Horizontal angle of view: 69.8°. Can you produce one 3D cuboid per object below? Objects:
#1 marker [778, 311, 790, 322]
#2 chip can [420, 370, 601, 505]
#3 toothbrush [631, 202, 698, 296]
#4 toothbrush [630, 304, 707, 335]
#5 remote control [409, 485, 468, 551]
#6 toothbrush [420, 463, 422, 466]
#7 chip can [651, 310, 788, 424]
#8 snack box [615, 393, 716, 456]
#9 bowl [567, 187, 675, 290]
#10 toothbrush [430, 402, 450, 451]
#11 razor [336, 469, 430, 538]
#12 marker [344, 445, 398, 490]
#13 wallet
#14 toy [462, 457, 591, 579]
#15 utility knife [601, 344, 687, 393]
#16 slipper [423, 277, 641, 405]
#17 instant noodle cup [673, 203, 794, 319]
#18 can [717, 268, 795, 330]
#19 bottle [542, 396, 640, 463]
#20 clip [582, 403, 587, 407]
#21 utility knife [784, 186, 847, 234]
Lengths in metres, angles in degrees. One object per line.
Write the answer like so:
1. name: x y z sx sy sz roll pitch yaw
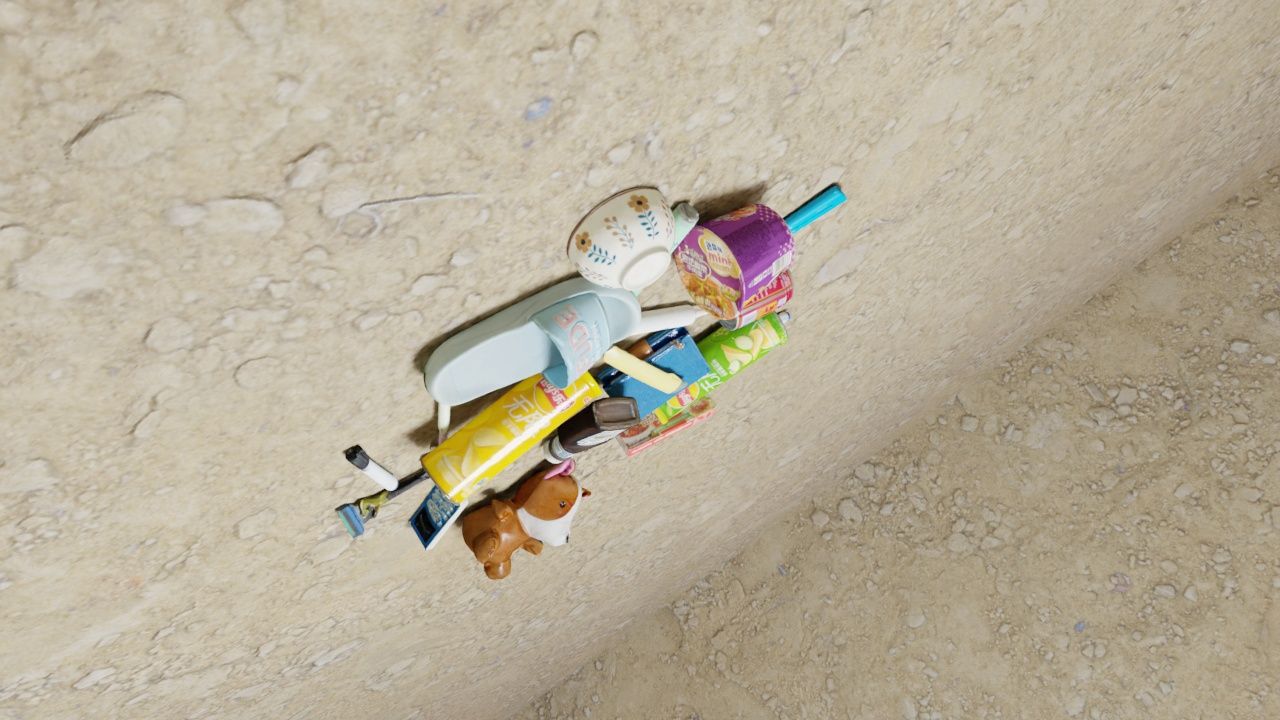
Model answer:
1. marker: 0.162 -0.042 1.353 0.145 0.017 0.017 -23 157 -24
2. chip can: -0.147 0.075 1.058 0.213 0.072 0.072 -39 159 -5
3. toothbrush: -0.008 -0.085 1.007 0.225 0.026 0.027 -50 172 35
4. toothbrush: 0.040 -0.054 1.143 0.220 0.027 0.026 -12 112 -44
5. remote control: -0.269 0.203 1.224 0.024 0.049 0.125 -12 150 -49
6. toothbrush: -0.192 0.101 1.163 0.187 0.016 0.017 -17 144 -35
7. chip can: 0.101 0.001 1.282 0.221 0.072 0.072 -34 159 1
8. snack box: 0.028 0.075 1.333 0.152 0.075 0.026 -24 156 -21
9. bowl: -0.008 -0.110 0.907 0.113 0.062 0.114 -30 159 -13
10. toothbrush: -0.222 0.062 1.033 0.029 0.020 0.190 6 146 -9
11. razor: -0.301 0.161 1.130 0.142 0.022 0.043 -31 115 -14
12. marker: -0.304 0.125 1.050 0.022 0.018 0.131 -40 159 -10
13. wallet: 0.019 0.016 1.207 0.133 0.040 0.106 -35 135 1
14. toy: -0.162 0.234 1.359 0.199 0.130 0.140 -38 155 -16
15. utility knife: -0.007 0.007 1.141 0.031 0.020 0.194 -48 140 14
16. slipper: -0.103 -0.012 0.950 0.245 0.074 0.104 -24 145 -20
17. instant noodle cup: 0.107 -0.116 1.009 0.099 0.111 0.112 -34 161 -28
18. can: 0.141 -0.086 1.161 0.093 0.066 0.067 -26 158 -18
19. bottle: -0.074 0.096 1.216 0.079 0.044 0.195 -4 163 -32
20. clip: -0.111 0.050 1.144 0.104 0.034 0.081 -20 155 -21
21. utility knife: 0.162 -0.150 1.123 0.207 0.018 0.034 -34 159 4
